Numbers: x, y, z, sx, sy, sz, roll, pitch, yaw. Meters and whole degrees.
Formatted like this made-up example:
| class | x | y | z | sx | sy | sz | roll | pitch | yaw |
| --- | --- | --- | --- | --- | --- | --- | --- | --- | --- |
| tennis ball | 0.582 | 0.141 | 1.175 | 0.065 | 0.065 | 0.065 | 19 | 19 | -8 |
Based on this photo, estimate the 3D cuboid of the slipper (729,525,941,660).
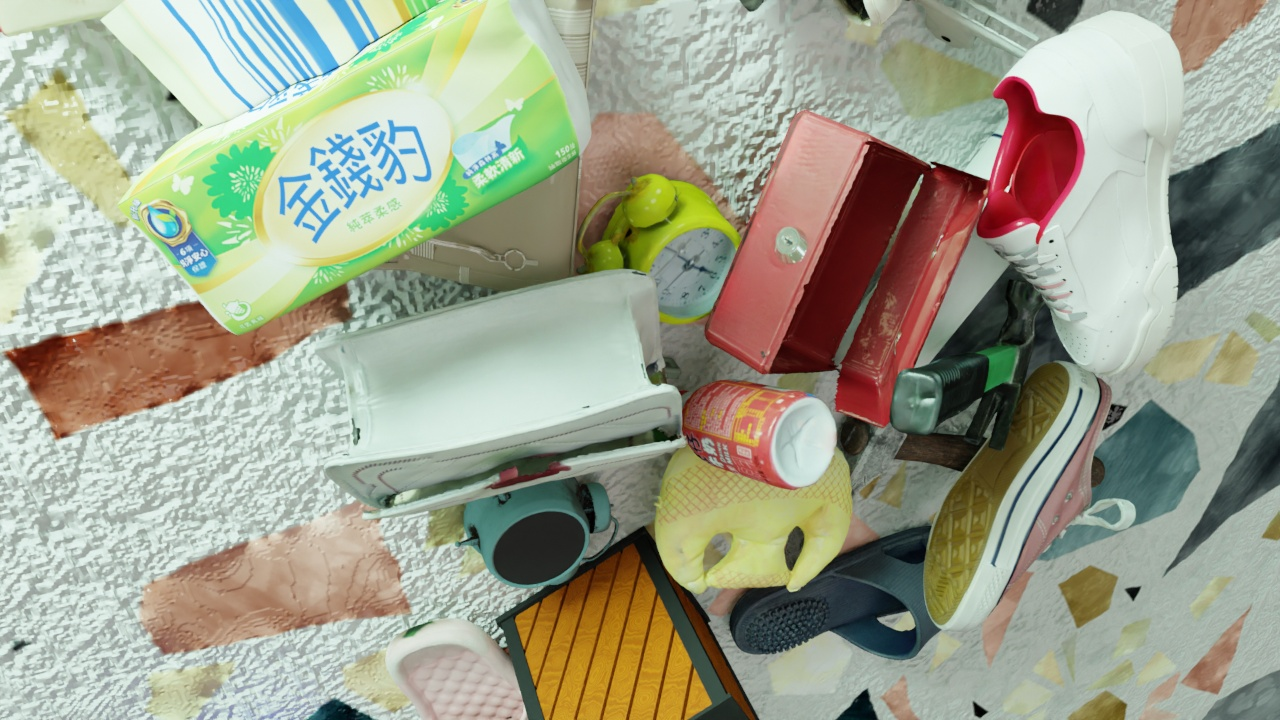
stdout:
| class | x | y | z | sx | sy | sz | roll | pitch | yaw |
| --- | --- | --- | --- | --- | --- | --- | --- | --- | --- |
| slipper | 0.212 | 0.222 | 0.823 | 0.263 | 0.082 | 0.101 | -11 | 121 | -15 |

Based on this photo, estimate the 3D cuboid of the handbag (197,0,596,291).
| class | x | y | z | sx | sy | sz | roll | pitch | yaw |
| --- | --- | --- | --- | --- | --- | --- | --- | --- | --- |
| handbag | -0.130 | -0.126 | 0.493 | 0.197 | 0.062 | 0.176 | 0 | 120 | -12 |

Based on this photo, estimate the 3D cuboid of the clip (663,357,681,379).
| class | x | y | z | sx | sy | sz | roll | pitch | yaw |
| --- | --- | --- | --- | --- | --- | --- | --- | --- | --- |
| clip | -0.012 | 0.007 | 0.634 | 0.075 | 0.023 | 0.061 | 28 | 106 | -35 |

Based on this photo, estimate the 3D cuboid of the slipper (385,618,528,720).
| class | x | y | z | sx | sy | sz | roll | pitch | yaw |
| --- | --- | --- | --- | --- | --- | --- | --- | --- | --- |
| slipper | -0.128 | 0.284 | 0.732 | 0.107 | 0.055 | 0.222 | -18 | 124 | 4 |

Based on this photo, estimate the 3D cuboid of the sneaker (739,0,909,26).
| class | x | y | z | sx | sy | sz | roll | pitch | yaw |
| --- | --- | --- | --- | --- | --- | --- | --- | --- | --- |
| sneaker | 0.153 | -0.239 | 0.502 | 0.241 | 0.089 | 0.102 | -9 | 115 | -11 |

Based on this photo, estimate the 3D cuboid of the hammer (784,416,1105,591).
| class | x | y | z | sx | sy | sz | roll | pitch | yaw |
| --- | --- | --- | --- | --- | --- | --- | --- | --- | --- |
| hammer | 0.283 | 0.116 | 0.812 | 0.300 | 0.037 | 0.218 | 10 | 116 | -28 |

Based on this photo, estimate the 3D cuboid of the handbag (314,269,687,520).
| class | x | y | z | sx | sy | sz | roll | pitch | yaw |
| --- | --- | --- | --- | --- | --- | --- | --- | --- | --- |
| handbag | -0.075 | 0.032 | 0.545 | 0.198 | 0.096 | 0.142 | -14 | 157 | -1 |

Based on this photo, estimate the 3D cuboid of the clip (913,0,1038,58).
| class | x | y | z | sx | sy | sz | roll | pitch | yaw |
| --- | --- | --- | --- | --- | --- | --- | --- | --- | --- |
| clip | 0.197 | -0.217 | 0.560 | 0.044 | 0.101 | 0.054 | -58 | 166 | 21 |

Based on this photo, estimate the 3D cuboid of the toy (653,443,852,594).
| class | x | y | z | sx | sy | sz | roll | pitch | yaw |
| --- | --- | --- | --- | --- | --- | --- | --- | --- | --- |
| toy | 0.087 | 0.102 | 0.694 | 0.170 | 0.065 | 0.155 | 4 | 95 | -23 |

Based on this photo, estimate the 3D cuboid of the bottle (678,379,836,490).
| class | x | y | z | sx | sy | sz | roll | pitch | yaw |
| --- | --- | --- | --- | --- | --- | --- | --- | --- | --- |
| bottle | 0.064 | 0.044 | 0.616 | 0.061 | 0.138 | 0.062 | -4 | 98 | -31 |

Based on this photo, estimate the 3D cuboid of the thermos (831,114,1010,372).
| class | x | y | z | sx | sy | sz | roll | pitch | yaw |
| --- | --- | --- | --- | --- | --- | --- | --- | --- | --- |
| thermos | 0.225 | -0.076 | 0.650 | 0.068 | 0.068 | 0.230 | 24 | 108 | -32 |

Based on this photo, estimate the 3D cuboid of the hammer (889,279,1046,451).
| class | x | y | z | sx | sy | sz | roll | pitch | yaw |
| --- | --- | --- | --- | --- | --- | --- | --- | --- | --- |
| hammer | 0.218 | 0.011 | 0.600 | 0.318 | 0.032 | 0.130 | -8 | 111 | -59 |

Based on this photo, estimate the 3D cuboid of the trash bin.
| class | x | y | z | sx | sy | sz | roll | pitch | yaw |
| --- | --- | --- | --- | --- | --- | --- | --- | --- | --- |
| trash bin | 0.001 | 0.259 | 0.703 | 0.139 | 0.171 | 0.140 | -32 | 127 | -1 |

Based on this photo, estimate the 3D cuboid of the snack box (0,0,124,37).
| class | x | y | z | sx | sy | sz | roll | pitch | yaw |
| --- | --- | --- | --- | --- | --- | --- | --- | --- | --- |
| snack box | -0.176 | -0.228 | 0.396 | 0.236 | 0.060 | 0.113 | -18 | 126 | -11 |

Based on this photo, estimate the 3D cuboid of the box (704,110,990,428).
| class | x | y | z | sx | sy | sz | roll | pitch | yaw |
| --- | --- | --- | --- | --- | --- | --- | --- | --- | --- |
| box | 0.127 | -0.062 | 0.579 | 0.127 | 0.136 | 0.157 | 23 | 104 | 13 |

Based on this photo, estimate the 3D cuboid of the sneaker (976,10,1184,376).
| class | x | y | z | sx | sy | sz | roll | pitch | yaw |
| --- | --- | --- | --- | --- | --- | --- | --- | --- | --- |
| sneaker | 0.258 | -0.080 | 0.565 | 0.104 | 0.090 | 0.237 | -22 | 126 | -5 |

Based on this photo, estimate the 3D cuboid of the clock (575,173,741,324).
| class | x | y | z | sx | sy | sz | roll | pitch | yaw |
| --- | --- | --- | --- | --- | --- | --- | --- | --- | --- |
| clock | 0.011 | -0.070 | 0.572 | 0.119 | 0.057 | 0.083 | 18 | 114 | -37 |

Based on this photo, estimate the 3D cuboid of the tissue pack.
| class | x | y | z | sx | sy | sz | roll | pitch | yaw |
| --- | --- | --- | --- | --- | --- | --- | --- | --- | --- |
| tissue pack | -0.136 | -0.124 | 0.404 | 0.198 | 0.120 | 0.141 | -28 | 120 | 4 |

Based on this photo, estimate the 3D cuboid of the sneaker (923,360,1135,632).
| class | x | y | z | sx | sy | sz | roll | pitch | yaw |
| --- | --- | --- | --- | --- | --- | --- | --- | --- | --- |
| sneaker | 0.314 | 0.118 | 0.740 | 0.088 | 0.118 | 0.241 | 20 | 106 | -13 |

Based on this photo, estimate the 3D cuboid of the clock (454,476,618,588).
| class | x | y | z | sx | sy | sz | roll | pitch | yaw |
| --- | --- | --- | --- | --- | --- | --- | --- | --- | --- |
| clock | -0.068 | 0.123 | 0.665 | 0.124 | 0.053 | 0.090 | 22 | 110 | -34 |
